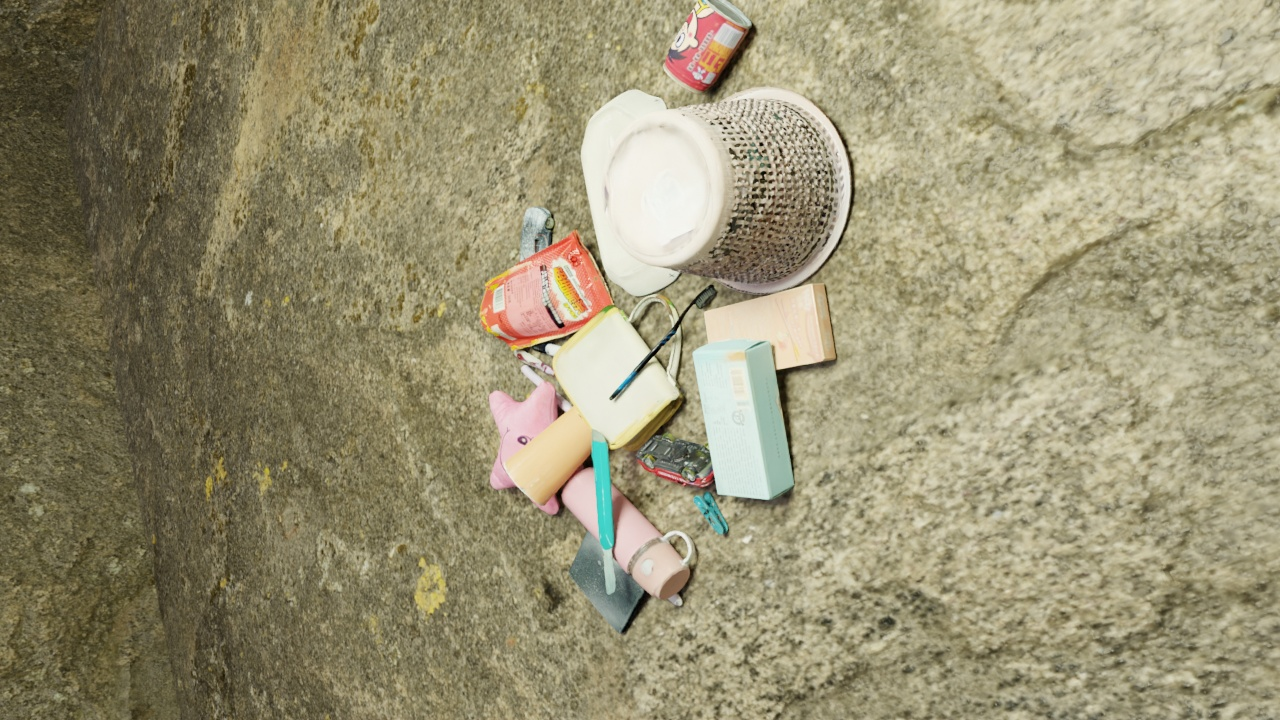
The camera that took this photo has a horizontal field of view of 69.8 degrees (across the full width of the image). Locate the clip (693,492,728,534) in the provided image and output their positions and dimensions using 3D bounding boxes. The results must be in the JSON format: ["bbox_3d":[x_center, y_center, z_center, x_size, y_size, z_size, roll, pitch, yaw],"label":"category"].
[{"bbox_3d":[0.086,0.183,1.097,0.015,0.048,0.057,-46,65,35],"label":"clip"}]

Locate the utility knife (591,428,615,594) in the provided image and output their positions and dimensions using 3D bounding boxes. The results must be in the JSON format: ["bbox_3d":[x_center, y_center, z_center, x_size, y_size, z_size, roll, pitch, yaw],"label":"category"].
[{"bbox_3d":[-0.044,0.188,1.136,0.029,0.013,0.209,0,96,43],"label":"utility knife"}]

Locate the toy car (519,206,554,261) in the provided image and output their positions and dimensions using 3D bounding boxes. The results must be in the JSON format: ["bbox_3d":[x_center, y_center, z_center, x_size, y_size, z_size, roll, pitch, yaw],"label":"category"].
[{"bbox_3d":[-0.151,-0.166,1.309,0.049,0.031,0.105,16,105,45],"label":"toy car"}]

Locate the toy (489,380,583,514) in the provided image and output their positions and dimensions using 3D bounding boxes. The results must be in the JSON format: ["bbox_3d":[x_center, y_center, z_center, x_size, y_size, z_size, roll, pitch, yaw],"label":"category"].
[{"bbox_3d":[-0.145,0.119,1.283,0.179,0.074,0.195,16,111,32],"label":"toy"}]

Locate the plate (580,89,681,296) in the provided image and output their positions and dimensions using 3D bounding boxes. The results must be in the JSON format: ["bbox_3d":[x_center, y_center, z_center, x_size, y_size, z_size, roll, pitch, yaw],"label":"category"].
[{"bbox_3d":[-0.016,-0.215,1.169,0.162,0.034,0.265,-19,79,44],"label":"plate"}]

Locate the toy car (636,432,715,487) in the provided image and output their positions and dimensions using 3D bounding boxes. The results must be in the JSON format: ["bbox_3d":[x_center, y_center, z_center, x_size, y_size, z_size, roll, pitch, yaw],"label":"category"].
[{"bbox_3d":[0.050,0.123,1.107,0.121,0.052,0.045,9,137,49],"label":"toy car"}]

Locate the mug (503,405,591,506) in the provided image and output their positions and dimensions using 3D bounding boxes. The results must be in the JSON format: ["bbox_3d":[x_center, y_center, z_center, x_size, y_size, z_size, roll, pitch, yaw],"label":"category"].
[{"bbox_3d":[-0.109,0.120,1.200,0.123,0.078,0.078,-44,57,2],"label":"mug"}]

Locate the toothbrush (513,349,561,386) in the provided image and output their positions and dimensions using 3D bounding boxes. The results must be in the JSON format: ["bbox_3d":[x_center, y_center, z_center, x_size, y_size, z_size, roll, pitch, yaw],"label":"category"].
[{"bbox_3d":[-0.139,0.012,1.292,0.188,0.017,0.016,25,122,53],"label":"toothbrush"}]

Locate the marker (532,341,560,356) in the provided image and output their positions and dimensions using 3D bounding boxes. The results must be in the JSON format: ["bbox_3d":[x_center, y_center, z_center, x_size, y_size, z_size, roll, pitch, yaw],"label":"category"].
[{"bbox_3d":[-0.106,-0.012,1.280,0.131,0.018,0.022,13,92,44],"label":"marker"}]

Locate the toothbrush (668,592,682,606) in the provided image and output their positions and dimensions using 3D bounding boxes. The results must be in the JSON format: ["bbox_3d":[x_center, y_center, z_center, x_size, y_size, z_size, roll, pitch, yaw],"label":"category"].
[{"bbox_3d":[-0.007,0.259,1.194,0.180,0.016,0.016,39,120,37],"label":"toothbrush"}]

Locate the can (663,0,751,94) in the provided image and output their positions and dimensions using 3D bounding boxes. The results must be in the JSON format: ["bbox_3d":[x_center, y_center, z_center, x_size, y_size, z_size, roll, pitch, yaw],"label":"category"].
[{"bbox_3d":[0.074,-0.361,1.049,0.066,0.066,0.094,56,127,28],"label":"can"}]

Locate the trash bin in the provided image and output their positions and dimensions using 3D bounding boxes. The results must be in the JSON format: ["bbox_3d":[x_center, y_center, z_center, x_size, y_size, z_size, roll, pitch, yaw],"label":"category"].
[{"bbox_3d":[0.075,-0.175,0.953,0.228,0.191,0.227,8,103,39],"label":"trash bin"}]

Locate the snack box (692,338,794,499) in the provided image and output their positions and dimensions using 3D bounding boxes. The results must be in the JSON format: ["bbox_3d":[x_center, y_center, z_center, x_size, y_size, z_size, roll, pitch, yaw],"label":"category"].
[{"bbox_3d":[0.114,0.065,1.017,0.074,0.051,0.175,-1,104,46],"label":"snack box"}]

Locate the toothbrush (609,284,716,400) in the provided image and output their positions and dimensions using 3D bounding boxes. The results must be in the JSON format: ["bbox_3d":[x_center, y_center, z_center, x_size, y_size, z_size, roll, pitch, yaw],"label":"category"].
[{"bbox_3d":[0.026,-0.019,1.110,0.016,0.014,0.190,46,101,19],"label":"toothbrush"}]

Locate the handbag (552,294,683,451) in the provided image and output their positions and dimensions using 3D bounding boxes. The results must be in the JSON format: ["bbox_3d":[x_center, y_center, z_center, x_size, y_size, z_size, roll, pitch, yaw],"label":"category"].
[{"bbox_3d":[-0.007,0.007,1.161,0.179,0.063,0.163,-44,64,18],"label":"handbag"}]

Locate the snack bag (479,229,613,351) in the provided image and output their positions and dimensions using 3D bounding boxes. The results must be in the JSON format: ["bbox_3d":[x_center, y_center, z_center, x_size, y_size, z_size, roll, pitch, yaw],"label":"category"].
[{"bbox_3d":[-0.132,-0.088,1.271,0.208,0.073,0.128,-20,92,39],"label":"snack bag"}]

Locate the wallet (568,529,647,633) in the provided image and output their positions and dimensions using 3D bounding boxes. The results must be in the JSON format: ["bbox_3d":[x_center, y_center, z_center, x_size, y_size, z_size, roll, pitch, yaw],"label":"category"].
[{"bbox_3d":[-0.045,0.291,1.222,0.121,0.019,0.097,45,129,28],"label":"wallet"}]

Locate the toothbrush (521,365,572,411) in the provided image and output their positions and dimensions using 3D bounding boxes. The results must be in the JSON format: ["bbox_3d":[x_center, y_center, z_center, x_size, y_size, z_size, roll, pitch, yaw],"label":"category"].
[{"bbox_3d":[-0.116,0.059,1.293,0.021,0.029,0.189,-41,52,-10],"label":"toothbrush"}]

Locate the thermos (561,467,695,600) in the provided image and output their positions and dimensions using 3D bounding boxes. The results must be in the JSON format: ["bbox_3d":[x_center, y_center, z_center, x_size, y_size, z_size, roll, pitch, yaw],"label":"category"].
[{"bbox_3d":[-0.013,0.212,1.169,0.198,0.067,0.087,39,96,37],"label":"thermos"}]

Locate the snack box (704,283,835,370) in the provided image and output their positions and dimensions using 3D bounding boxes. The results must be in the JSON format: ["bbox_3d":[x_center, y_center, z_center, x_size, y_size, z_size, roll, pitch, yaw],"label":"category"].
[{"bbox_3d":[0.141,-0.029,1.025,0.158,0.026,0.084,-12,84,45],"label":"snack box"}]

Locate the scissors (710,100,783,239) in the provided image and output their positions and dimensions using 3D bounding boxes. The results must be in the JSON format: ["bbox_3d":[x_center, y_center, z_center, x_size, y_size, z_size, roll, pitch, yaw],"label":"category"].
[{"bbox_3d":[0.101,-0.225,1.064,0.169,0.019,0.178,18,107,42],"label":"scissors"}]
